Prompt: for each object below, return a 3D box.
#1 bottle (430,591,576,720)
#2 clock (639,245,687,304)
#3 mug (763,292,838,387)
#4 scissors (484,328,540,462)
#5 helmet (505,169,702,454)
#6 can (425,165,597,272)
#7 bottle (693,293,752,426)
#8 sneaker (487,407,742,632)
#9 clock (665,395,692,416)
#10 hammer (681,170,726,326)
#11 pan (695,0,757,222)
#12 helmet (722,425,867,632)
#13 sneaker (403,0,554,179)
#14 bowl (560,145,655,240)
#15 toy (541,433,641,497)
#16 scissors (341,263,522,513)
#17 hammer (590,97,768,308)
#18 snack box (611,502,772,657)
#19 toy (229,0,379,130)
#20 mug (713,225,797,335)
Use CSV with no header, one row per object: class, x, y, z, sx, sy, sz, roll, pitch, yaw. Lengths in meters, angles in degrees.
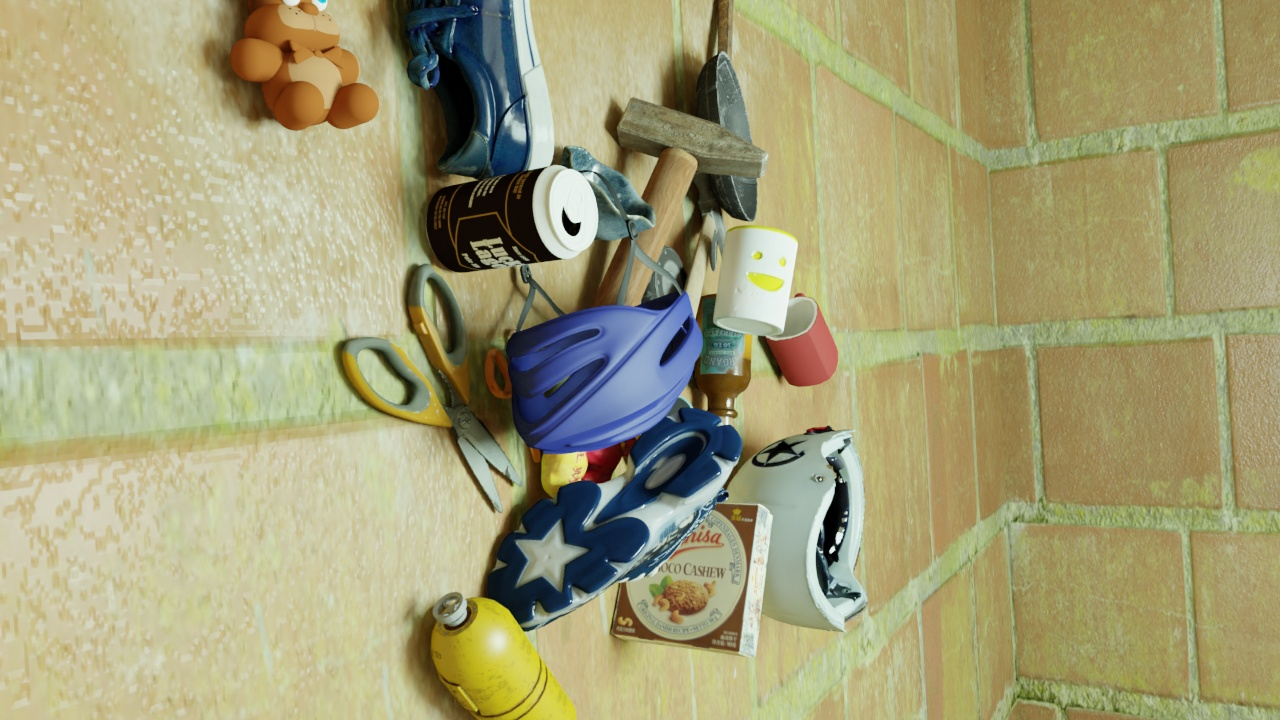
bottle,-0.116,0.249,0.733,0.070,0.071,0.164,-58,134,-42
clock,0.018,-0.076,0.991,0.122,0.044,0.091,35,54,-57
mug,0.228,-0.037,1.290,0.096,0.081,0.116,57,36,-38
scissors,-0.100,0.030,0.831,0.083,0.012,0.133,-63,142,-42
helmet,-0.047,-0.041,0.775,0.240,0.148,0.228,-35,105,-52
can,-0.104,-0.110,0.724,0.071,0.129,0.072,7,81,-57
bottle,0.098,0.003,1.091,0.067,0.068,0.157,15,75,-56
sneaker,-0.015,0.165,0.838,0.268,0.103,0.133,-36,143,-24
clock,0.029,0.091,0.983,0.089,0.053,0.124,-38,108,-53
hammer,0.065,-0.097,1.008,0.330,0.031,0.119,-76,151,-54
pan,0.104,-0.336,1.138,0.207,0.040,0.356,49,36,-60
helmet,0.187,0.201,1.128,0.263,0.164,0.237,-34,120,-61
sneaker,-0.150,-0.284,0.712,0.127,0.121,0.295,-14,103,-34
bowl,-0.043,-0.151,0.876,0.110,0.055,0.110,37,21,-17
toy,-0.042,0.089,0.871,0.137,0.067,0.106,-30,128,-48
scissors,-0.149,0.026,0.747,0.225,0.016,0.165,52,47,-43
hammer,0.009,-0.114,0.924,0.037,0.158,0.300,80,31,-72
snack box,0.053,0.217,0.932,0.041,0.143,0.146,40,55,-52
toy,-0.225,-0.216,0.606,0.094,0.065,0.127,-18,97,-55
mug,0.129,-0.089,1.033,0.082,0.083,0.106,23,74,-55
